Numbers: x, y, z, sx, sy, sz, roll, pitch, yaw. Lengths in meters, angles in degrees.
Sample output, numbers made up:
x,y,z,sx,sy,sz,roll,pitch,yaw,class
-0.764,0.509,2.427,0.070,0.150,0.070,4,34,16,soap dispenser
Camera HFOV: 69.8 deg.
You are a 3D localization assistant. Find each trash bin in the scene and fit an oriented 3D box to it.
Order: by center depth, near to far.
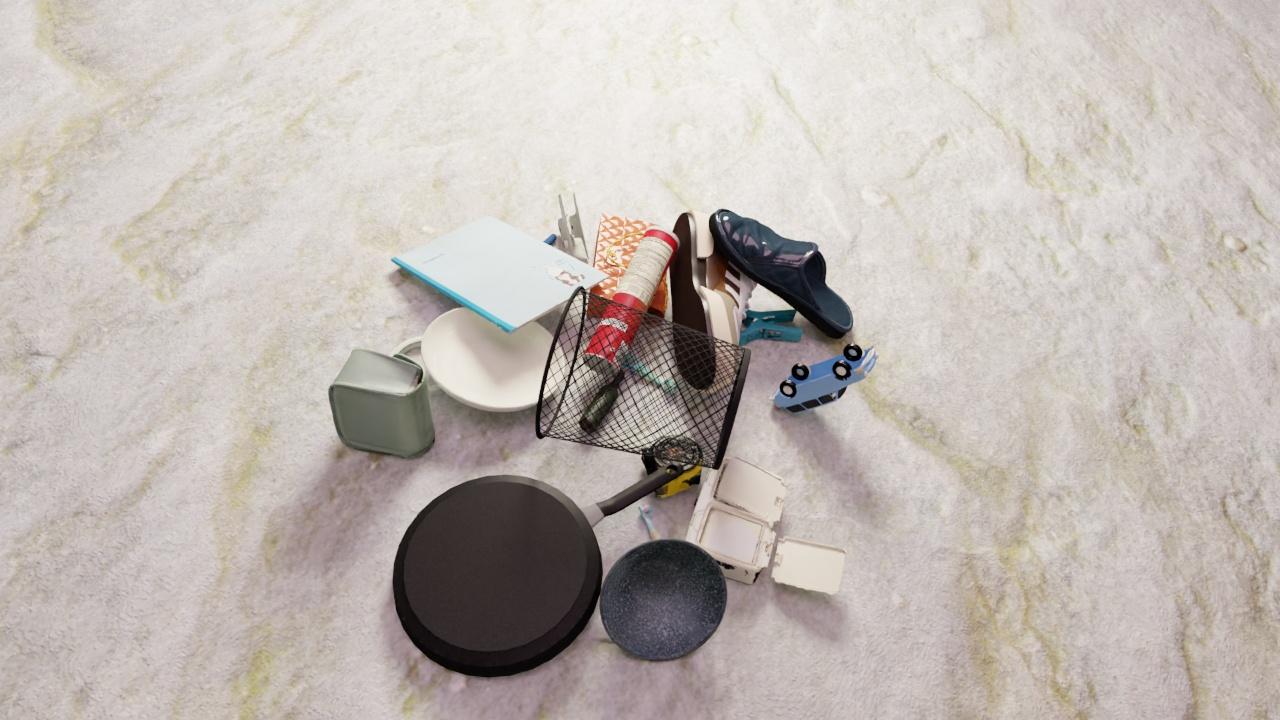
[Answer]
x,y,z,sx,sy,sz,roll,pitch,yaw,class
0.008,0.030,1.061,0.210,0.184,0.183,15,49,5,trash bin

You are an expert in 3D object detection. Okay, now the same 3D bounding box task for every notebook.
x,y,z,sx,sy,sz,roll,pitch,yaw,class
-0.196,-0.126,1.266,0.253,0.009,0.180,29,46,31,notebook

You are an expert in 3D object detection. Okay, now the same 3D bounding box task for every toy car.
x,y,z,sx,sy,sz,roll,pitch,yaw,class
0.238,0.026,1.177,0.055,0.154,0.056,55,43,-11,toy car

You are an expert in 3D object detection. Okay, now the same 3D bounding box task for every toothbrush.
x,y,z,sx,sy,sz,roll,pitch,yaw,class
0.034,0.228,1.041,0.022,0.016,0.155,23,31,-49,toothbrush
-0.007,0.007,1.222,0.135,0.017,0.022,30,55,15,toothbrush
-0.170,-0.137,1.318,0.014,0.014,0.167,37,51,7,toothbrush

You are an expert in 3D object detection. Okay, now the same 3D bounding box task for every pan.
x,y,z,sx,sy,sz,roll,pitch,yaw,class
-0.099,0.194,1.008,0.355,0.034,0.225,-28,58,-20,pan

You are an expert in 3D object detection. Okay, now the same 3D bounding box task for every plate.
x,y,z,sx,sy,sz,roll,pitch,yaw,class
-0.188,0.003,1.169,0.182,0.034,0.182,12,43,-11,plate

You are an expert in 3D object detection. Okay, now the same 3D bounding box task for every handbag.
x,y,z,sx,sy,sz,roll,pitch,yaw,class
-0.296,0.051,1.067,0.106,0.122,0.067,12,47,4,handbag
-0.012,-0.135,1.318,0.109,0.060,0.171,10,49,-6,handbag

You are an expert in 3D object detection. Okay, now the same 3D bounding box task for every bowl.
x,y,z,sx,sy,sz,roll,pitch,yaw,class
0.020,0.246,0.983,0.137,0.137,0.057,0,10,-10,bowl

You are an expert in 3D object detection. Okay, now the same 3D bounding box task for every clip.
x,y,z,sx,sy,sz,roll,pitch,yaw,class
0.163,-0.037,1.284,0.130,0.030,0.119,13,44,2,clip
-0.095,-0.198,1.357,0.052,0.102,0.059,-12,10,-4,clip

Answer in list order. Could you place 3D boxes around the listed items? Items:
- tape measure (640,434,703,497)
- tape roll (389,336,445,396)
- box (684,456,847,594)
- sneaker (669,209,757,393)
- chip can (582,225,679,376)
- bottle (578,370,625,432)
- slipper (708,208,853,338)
x,y,z,sx,sy,sz,roll,pitch,yaw,class
0.040,0.126,1.113,0.072,0.042,0.071,-13,45,-14,tape measure
-0.276,0.007,1.178,0.093,0.013,0.092,4,49,-5,tape roll
0.151,0.193,1.072,0.184,0.044,0.143,18,49,5,box
0.113,-0.073,1.239,0.116,0.112,0.293,9,48,-18,sneaker
-0.011,-0.081,1.222,0.052,0.052,0.214,21,66,8,chip can
-0.045,0.049,1.174,0.025,0.025,0.105,25,50,11,bottle
0.214,-0.138,1.267,0.265,0.084,0.108,35,39,-16,slipper
